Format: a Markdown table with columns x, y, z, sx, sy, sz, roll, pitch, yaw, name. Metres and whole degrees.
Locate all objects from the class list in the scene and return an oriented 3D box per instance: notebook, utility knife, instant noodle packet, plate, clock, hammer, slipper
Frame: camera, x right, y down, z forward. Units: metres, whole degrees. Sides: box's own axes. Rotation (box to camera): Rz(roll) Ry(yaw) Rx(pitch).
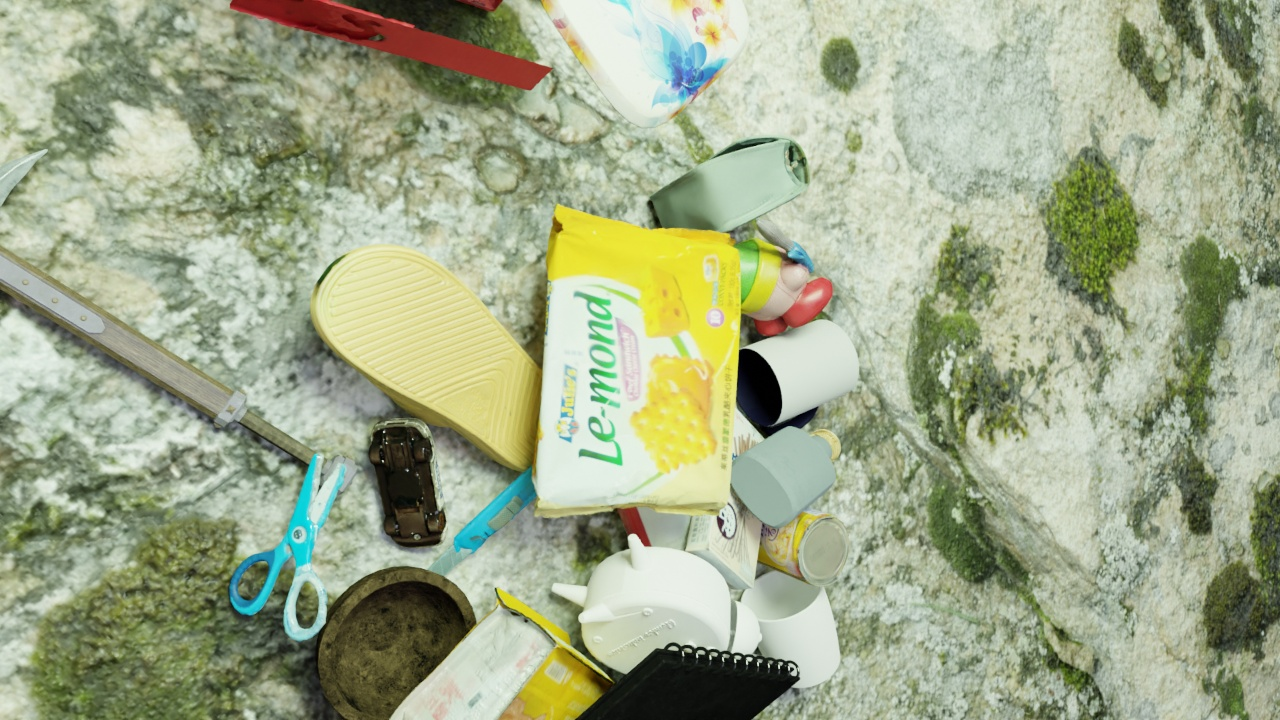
| x | y | z | sx | sy | sz | roll | pitch | yaw | name |
| --- | --- | --- | --- | --- | --- | --- | --- | --- | --- |
| 0.026 | 0.299 | 0.761 | 0.169 | 0.019 | 0.231 | -45 | 142 | 13 | notebook |
| -0.114 | 0.126 | 0.755 | 0.209 | 0.015 | 0.031 | -42 | 124 | -5 | utility knife |
| -0.131 | 0.297 | 0.700 | 0.221 | 0.084 | 0.163 | -46 | 149 | -12 | instant noodle packet |
| 0.011 | -0.327 | 0.837 | 0.186 | 0.016 | 0.187 | -46 | 111 | -20 | plate |
| 0.015 | 0.225 | 0.782 | 0.161 | 0.126 | 0.072 | 37 | 35 | -23 | clock |
| -0.334 | 0.001 | 0.645 | 0.317 | 0.028 | 0.146 | 39 | 74 | -24 | hammer |
| -0.152 | 0.001 | 0.723 | 0.099 | 0.078 | 0.263 | -57 | 132 | -14 | slipper |

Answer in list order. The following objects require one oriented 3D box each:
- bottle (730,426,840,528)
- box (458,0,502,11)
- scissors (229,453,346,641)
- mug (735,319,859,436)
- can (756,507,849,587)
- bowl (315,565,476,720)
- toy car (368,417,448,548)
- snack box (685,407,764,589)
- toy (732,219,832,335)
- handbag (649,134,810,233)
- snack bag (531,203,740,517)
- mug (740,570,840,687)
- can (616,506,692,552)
| x | y | z | sx | sy | sz | roll | pitch | yaw | name |
| --- | --- | --- | --- | --- | --- | --- | --- | --- | --- |
| 0.144 | 0.099 | 0.856 | 0.072 | 0.046 | 0.160 | 50 | 30 | 13 | bottle |
| -0.135 | -0.329 | 0.589 | 0.210 | 0.316 | 0.124 | 8 | 98 | -30 | box |
| -0.259 | 0.129 | 0.673 | 0.014 | 0.090 | 0.141 | 22 | 78 | -73 | scissors |
| 0.148 | 0.025 | 0.894 | 0.096 | 0.078 | 0.112 | -20 | 128 | -28 | mug |
| 0.140 | 0.168 | 0.868 | 0.067 | 0.105 | 0.067 | -3 | 96 | -31 | can |
| -0.194 | 0.215 | 0.711 | 0.121 | 0.056 | 0.121 | -3 | 95 | -32 | bowl |
| -0.181 | 0.096 | 0.722 | 0.048 | 0.040 | 0.113 | -3 | 110 | 4 | toy car |
| 0.084 | 0.124 | 0.839 | 0.082 | 0.026 | 0.149 | 46 | 44 | -36 | snack box |
| 0.101 | -0.071 | 0.831 | 0.131 | 0.124 | 0.096 | 39 | 68 | -20 | toy |
| 0.075 | -0.149 | 0.816 | 0.106 | 0.122 | 0.067 | -26 | 94 | -23 | handbag |
| -0.004 | 0.004 | 0.737 | 0.159 | 0.068 | 0.247 | 5 | 85 | -14 | snack bag |
| 0.134 | 0.266 | 0.893 | 0.114 | 0.081 | 0.088 | -20 | 109 | 4 | mug |
| 0.006 | 0.110 | 0.815 | 0.067 | 0.067 | 0.170 | -26 | 103 | -26 | can |
